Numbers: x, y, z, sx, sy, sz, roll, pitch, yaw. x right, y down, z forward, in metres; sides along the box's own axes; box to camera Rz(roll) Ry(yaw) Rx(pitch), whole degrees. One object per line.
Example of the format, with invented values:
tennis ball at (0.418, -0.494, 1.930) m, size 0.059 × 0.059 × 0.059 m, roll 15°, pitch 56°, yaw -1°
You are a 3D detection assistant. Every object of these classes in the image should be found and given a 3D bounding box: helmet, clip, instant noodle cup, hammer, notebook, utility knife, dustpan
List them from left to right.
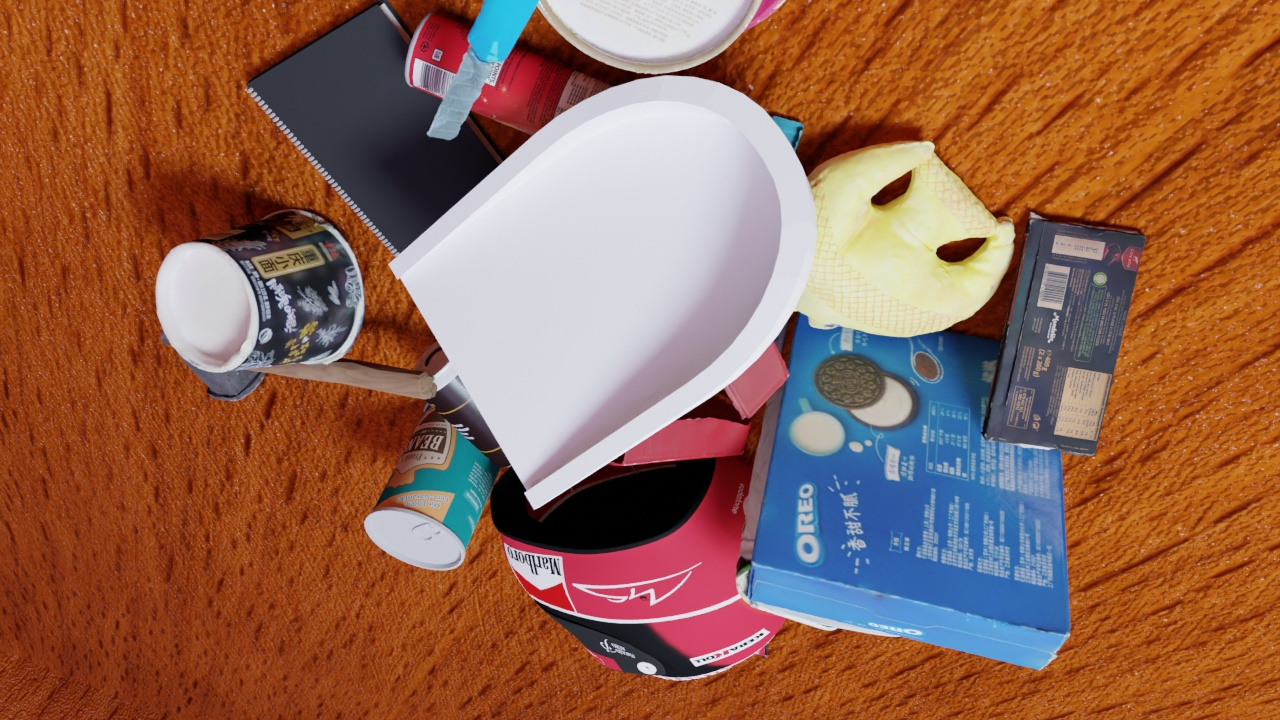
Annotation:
instant noodle cup at (-0.318, -0.052, 0.755) m, size 0.137 × 0.112 × 0.137 m, roll 6°, pitch 105°, yaw 22°
hammer at (-0.323, 0.005, 0.866) m, size 0.329 × 0.052 × 0.098 m, roll 6°, pitch 138°, yaw 30°
notebook at (-0.182, -0.155, 0.705) m, size 0.149 × 0.016 × 0.207 m, roll -14°, pitch 129°, yaw 31°
utility knife at (-0.074, -0.196, 0.502) m, size 0.031 × 0.015 × 0.226 m, roll 33°, pitch 135°, yaw -12°
dustpan at (-0.019, -0.054, 0.558) m, size 0.258 × 0.053 × 0.191 m, roll -34°, pitch 83°, yaw 13°
instant noodle cup at (0.007, -0.236, 0.496) m, size 0.179 × 0.077 × 0.179 m, roll 10°, pitch 139°, yaw 9°
helmet at (0.018, 0.191, 0.870) m, size 0.271 × 0.197 × 0.225 m, roll -7°, pitch 125°, yaw 27°
clip at (0.087, -0.115, 0.630) m, size 0.031 × 0.121 × 0.130 m, roll 13°, pitch 155°, yaw 4°

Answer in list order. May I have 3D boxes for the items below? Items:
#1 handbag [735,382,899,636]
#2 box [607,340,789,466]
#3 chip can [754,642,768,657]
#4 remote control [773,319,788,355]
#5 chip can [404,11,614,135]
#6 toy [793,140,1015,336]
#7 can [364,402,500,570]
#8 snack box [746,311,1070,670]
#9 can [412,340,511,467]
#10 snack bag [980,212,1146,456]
handbag at (0.157, 0.107, 0.728) m, size 0.142 × 0.198 × 0.096 m, roll 8°, pitch 140°, yaw 14°
box at (0.014, -0.021, 0.671) m, size 0.146 × 0.156 × 0.157 m, roll 4°, pitch -165°, yaw -38°
chip can at (0.037, 0.287, 1.067) m, size 0.233 × 0.073 × 0.073 m, roll 8°, pitch 138°, yaw 12°
remote control at (0.081, -0.045, 0.723) m, size 0.074 × 0.019 × 0.151 m, roll 11°, pitch 139°, yaw 9°
chip can at (-0.047, -0.167, 0.613) m, size 0.214 × 0.051 × 0.052 m, roll 22°, pitch 139°, yaw -3°
toy at (0.167, -0.070, 0.633) m, size 0.170 × 0.064 × 0.155 m, roll 32°, pitch 127°, yaw -26°
can at (-0.197, 0.120, 0.914) m, size 0.099 × 0.143 × 0.099 m, roll 11°, pitch 139°, yaw 9°
snack box at (0.190, 0.077, 0.648) m, size 0.195 × 0.238 × 0.056 m, roll 11°, pitch 142°, yaw 9°
can at (-0.148, 0.039, 0.862) m, size 0.072 × 0.071 × 0.128 m, roll -18°, pitch 127°, yaw 35°
snack bag at (0.281, -0.015, 0.612) m, size 0.074 × 0.018 × 0.155 m, roll 11°, pitch 98°, yaw 8°
